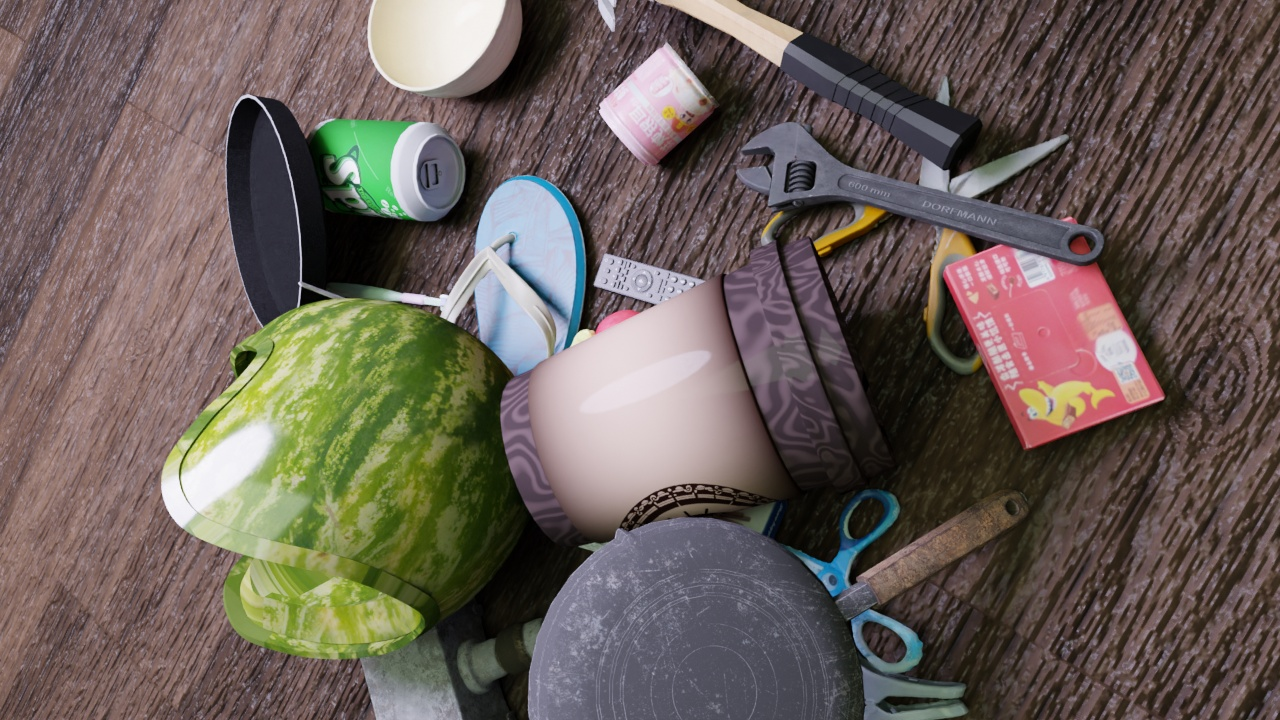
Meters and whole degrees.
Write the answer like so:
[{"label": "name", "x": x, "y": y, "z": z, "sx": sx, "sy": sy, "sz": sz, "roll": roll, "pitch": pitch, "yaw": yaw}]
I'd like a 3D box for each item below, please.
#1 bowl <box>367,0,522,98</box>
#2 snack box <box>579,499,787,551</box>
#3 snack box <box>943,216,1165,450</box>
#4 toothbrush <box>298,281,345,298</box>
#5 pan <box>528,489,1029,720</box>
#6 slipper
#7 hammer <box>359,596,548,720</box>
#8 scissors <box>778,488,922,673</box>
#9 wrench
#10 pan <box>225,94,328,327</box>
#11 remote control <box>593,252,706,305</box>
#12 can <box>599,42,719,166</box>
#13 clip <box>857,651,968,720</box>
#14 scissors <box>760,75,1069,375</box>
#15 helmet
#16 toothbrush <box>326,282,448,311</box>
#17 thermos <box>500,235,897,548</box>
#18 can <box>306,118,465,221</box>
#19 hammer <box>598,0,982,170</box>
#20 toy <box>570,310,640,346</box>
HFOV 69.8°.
[{"label": "bowl", "x": -0.166, "y": -0.304, "z": 0.842, "sx": 0.151, "sy": 0.075, "sz": 0.150, "roll": -5, "pitch": 79, "yaw": 26}, {"label": "snack box", "x": 0.025, "y": 0.117, "z": 0.684, "sx": 0.150, "sy": 0.026, "sz": 0.081, "roll": 10, "pitch": 51, "yaw": 28}, {"label": "snack box", "x": 0.269, "y": -0.018, "z": 0.604, "sx": 0.089, "sy": 0.021, "sz": 0.133, "roll": -22, "pitch": 76, "yaw": 9}, {"label": "toothbrush", "x": -0.206, "y": -0.031, "z": 0.757, "sx": 0.010, "sy": 0.181, "sz": 0.010, "roll": -50, "pitch": 53, "yaw": 12}, {"label": "pan", "x": 0.105, "y": 0.159, "z": 0.550, "sx": 0.356, "sy": 0.040, "sz": 0.207, "roll": -26, "pitch": 79, "yaw": -16}, {"label": "slipper", "x": -0.111, "y": -0.021, "z": 0.778, "sx": 0.118, "sy": 0.060, "sz": 0.294, "roll": 3, "pitch": 83, "yaw": 23}, {"label": "hammer", "x": -0.066, "y": 0.211, "z": 0.713, "sx": 0.327, "sy": 0.079, "sz": 0.176, "roll": -26, "pitch": 71, "yaw": 14}, {"label": "scissors", "x": 0.144, "y": 0.150, "z": 0.636, "sx": 0.134, "sy": 0.011, "sz": 0.140, "roll": 27, "pitch": 79, "yaw": 35}, {"label": "wrench", "x": 0.184, "y": -0.115, "z": 0.648, "sx": 0.273, "sy": 0.018, "sz": 0.073, "roll": 24, "pitch": 82, "yaw": 33}, {"label": "pan", "x": -0.338, "y": -0.068, "z": 0.872, "sx": 0.226, "sy": 0.034, "sz": 0.356, "roll": 3, "pitch": 102, "yaw": 53}, {"label": "remote control", "x": 0.025, "y": -0.057, "z": 0.745, "sx": 0.140, "sy": 0.009, "sz": 0.030, "roll": 18, "pitch": 90, "yaw": 27}, {"label": "can", "x": 0.014, "y": -0.206, "z": 0.743, "sx": 0.076, "sy": 0.067, "sz": 0.067, "roll": -40, "pitch": 67, "yaw": 14}, {"label": "clip", "x": 0.121, "y": 0.246, "z": 0.639, "sx": 0.164, "sy": 0.032, "sz": 0.166, "roll": 36, "pitch": 98, "yaw": 26}, {"label": "scissors", "x": 0.203, "y": -0.093, "z": 0.663, "sx": 0.226, "sy": 0.016, "sz": 0.229, "roll": -21, "pitch": 72, "yaw": 19}, {"label": "helmet", "x": -0.194, "y": 0.071, "z": 0.667, "sx": 0.243, "sy": 0.214, "sz": 0.246, "roll": 5, "pitch": 50, "yaw": -1}, {"label": "toothbrush", "x": -0.239, "y": -0.061, "z": 0.869, "sx": 0.155, "sy": 0.015, "sz": 0.022, "roll": 9, "pitch": 120, "yaw": 26}, {"label": "thermos", "x": 0.035, "y": 0.033, "z": 0.622, "sx": 0.226, "sy": 0.172, "sz": 0.172, "roll": -21, "pitch": 73, "yaw": 14}, {"label": "can", "x": -0.239, "y": -0.177, "z": 0.848, "sx": 0.140, "sy": 0.087, "sz": 0.087, "roll": 9, "pitch": 85, "yaw": 26}, {"label": "hammer", "x": 0.103, "y": -0.240, "z": 0.693, "sx": 0.328, "sy": 0.039, "sz": 0.130, "roll": 38, "pitch": 58, "yaw": 21}, {"label": "toy", "x": -0.004, "y": 0.004, "z": 0.728, "sx": 0.135, "sy": 0.045, "sz": 0.091, "roll": -17, "pitch": 79, "yaw": 17}]
